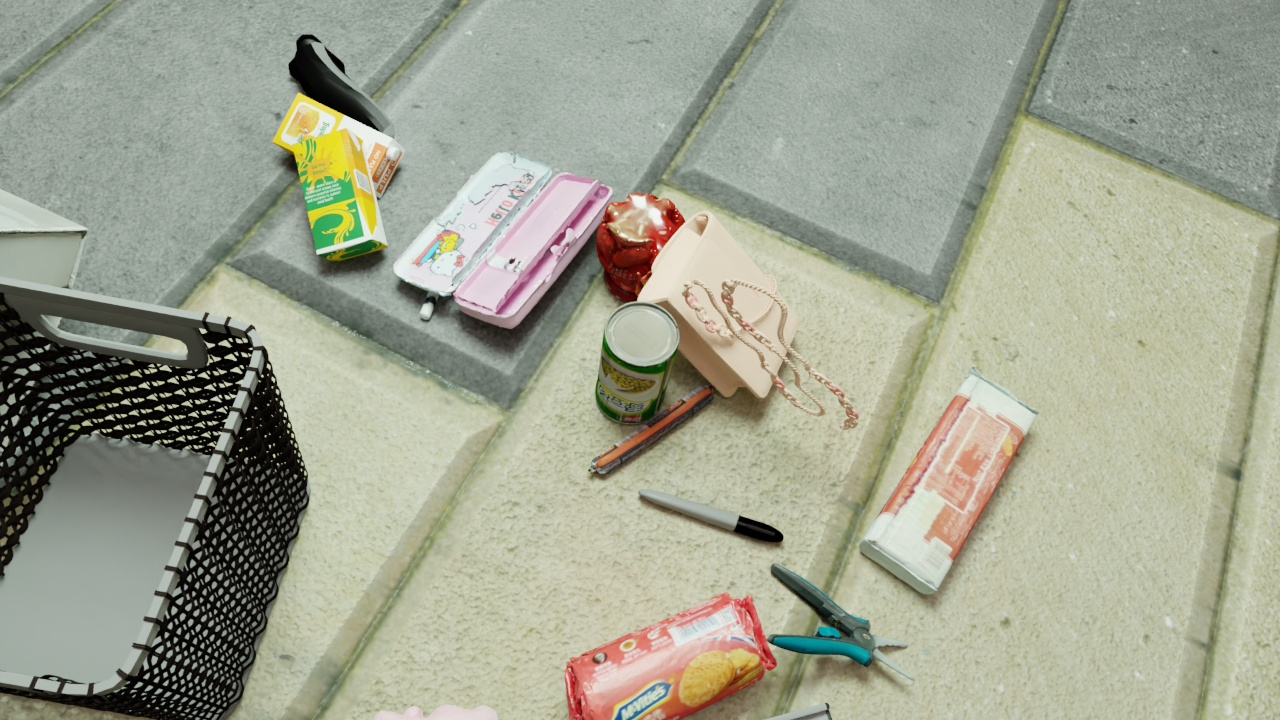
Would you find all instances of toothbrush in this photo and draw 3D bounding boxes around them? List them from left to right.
[{"bbox_3d":[-0.195,-0.121,0.950,0.017,0.012,0.186,8,60,12],"label":"toothbrush"}]

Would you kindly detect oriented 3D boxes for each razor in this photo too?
[{"bbox_3d":[-0.325,-0.289,1.005,0.156,0.057,0.060,49,35,19],"label":"razor"}]

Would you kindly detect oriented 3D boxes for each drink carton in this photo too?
[{"bbox_3d":[-0.299,-0.167,0.914,0.058,0.041,0.122,-15,85,5],"label":"drink carton"},{"bbox_3d":[-0.313,-0.224,0.963,0.122,0.040,0.058,27,88,8],"label":"drink carton"}]

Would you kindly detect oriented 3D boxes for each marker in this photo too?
[{"bbox_3d":[0.064,0.140,0.832,0.138,0.022,0.016,18,75,2],"label":"marker"}]

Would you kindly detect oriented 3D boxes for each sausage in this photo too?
[{"bbox_3d":[0.014,0.065,0.869,0.155,0.020,0.020,-33,70,-22],"label":"sausage"}]

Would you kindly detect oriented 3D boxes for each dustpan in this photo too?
[{"bbox_3d":[0.057,0.375,0.696,0.257,0.033,0.163,-11,63,-12],"label":"dustpan"}]

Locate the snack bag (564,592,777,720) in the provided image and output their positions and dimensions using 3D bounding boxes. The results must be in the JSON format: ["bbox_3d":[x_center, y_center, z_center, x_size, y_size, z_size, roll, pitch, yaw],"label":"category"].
[{"bbox_3d":[0.021,0.248,0.740,0.176,0.082,0.082,-19,65,-16],"label":"snack bag"}]

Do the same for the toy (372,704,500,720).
[{"bbox_3d":[-0.164,0.301,0.698,0.096,0.053,0.099,23,66,-2],"label":"toy"}]

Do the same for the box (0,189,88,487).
[{"bbox_3d":[-0.597,-0.019,0.836,0.167,0.447,0.164,24,51,6],"label":"box"}]

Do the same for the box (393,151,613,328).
[{"bbox_3d":[-0.135,-0.127,0.931,0.154,0.041,0.200,20,57,24],"label":"box"}]

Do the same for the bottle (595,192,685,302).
[{"bbox_3d":[0.004,-0.107,0.908,0.099,0.111,0.098,3,60,-5],"label":"bottle"}]

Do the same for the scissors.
[{"bbox_3d":[0.162,0.224,0.791,0.148,0.019,0.118,10,34,-25],"label":"scissors"}]

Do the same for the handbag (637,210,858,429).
[{"bbox_3d":[0.122,-0.044,0.831,0.199,0.188,0.116,45,64,-29],"label":"handbag"}]

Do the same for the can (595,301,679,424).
[{"bbox_3d":[-0.005,0.005,0.840,0.067,0.121,0.067,3,61,-5],"label":"can"}]

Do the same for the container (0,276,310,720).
[{"bbox_3d":[-0.398,0.117,0.662,0.247,0.244,0.245,10,61,-1],"label":"container"}]

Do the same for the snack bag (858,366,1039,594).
[{"bbox_3d":[0.293,0.111,0.866,0.077,0.041,0.224,35,62,12],"label":"snack bag"}]
